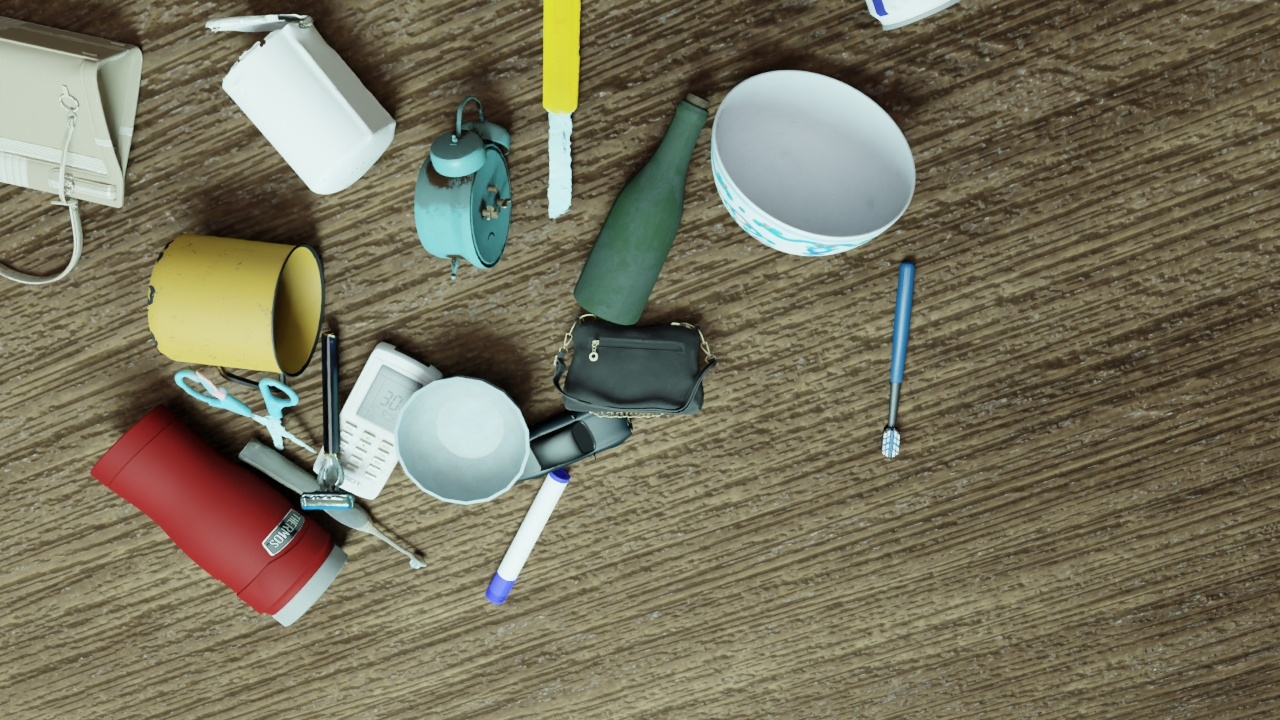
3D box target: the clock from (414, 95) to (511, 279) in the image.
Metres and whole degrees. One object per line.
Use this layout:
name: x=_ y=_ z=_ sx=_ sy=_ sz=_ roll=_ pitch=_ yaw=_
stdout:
clock: x=-0.125 y=-0.126 z=0.660 sx=0.053 sy=0.089 sz=0.124 roll=4 pitch=112 yaw=9

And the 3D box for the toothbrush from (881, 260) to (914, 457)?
toothbrush: x=0.209 y=0.001 z=0.745 sx=0.014 sy=0.014 sz=0.168 roll=4 pitch=112 yaw=11

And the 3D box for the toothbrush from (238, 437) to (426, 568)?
toothbrush: x=-0.262 y=0.127 z=0.796 sx=0.185 sy=0.022 sz=0.024 roll=37 pitch=112 yaw=-14

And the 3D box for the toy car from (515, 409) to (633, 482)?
toy car: x=-0.062 y=0.066 z=0.762 sx=0.112 sy=0.034 sz=0.046 roll=-23 pitch=110 yaw=9

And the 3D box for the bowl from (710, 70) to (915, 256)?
bowl: x=0.111 y=-0.125 z=0.651 sx=0.144 sy=0.143 sz=0.074 roll=15 pitch=151 yaw=-5

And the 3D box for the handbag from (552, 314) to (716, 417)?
handbag: x=-0.004 y=0.004 z=0.722 sx=0.128 sy=0.054 sz=0.079 roll=2 pitch=81 yaw=-2

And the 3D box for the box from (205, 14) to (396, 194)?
box: x=-0.238 y=-0.193 z=0.640 sx=0.089 sy=0.080 sz=0.143 roll=-33 pitch=107 yaw=29

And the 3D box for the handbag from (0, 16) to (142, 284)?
handbag: x=-0.468 y=-0.149 z=0.681 sx=0.175 sy=0.062 sz=0.198 roll=12 pitch=120 yaw=-4

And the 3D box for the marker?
marker: x=-0.099 y=0.155 z=0.806 sx=0.020 sy=0.020 sz=0.142 roll=25 pitch=110 yaw=-9

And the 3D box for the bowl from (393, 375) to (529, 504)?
bowl: x=-0.139 y=0.059 z=0.735 sx=0.106 sy=0.039 sz=0.106 roll=0 pitch=107 yaw=0

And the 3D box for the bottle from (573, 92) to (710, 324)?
bottle: x=0.007 y=-0.114 z=0.680 sx=0.055 sy=0.055 sz=0.174 roll=23 pitch=109 yaw=-8

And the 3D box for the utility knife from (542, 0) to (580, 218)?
utility knife: x=-0.059 y=-0.213 z=0.661 sx=0.030 sy=0.019 sz=0.224 roll=4 pitch=107 yaw=5

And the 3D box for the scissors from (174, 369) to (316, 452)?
scissors: x=-0.289 y=0.041 z=0.725 sx=0.111 sy=0.015 sz=0.140 roll=-9 pitch=149 yaw=27

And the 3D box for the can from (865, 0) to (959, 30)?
can: x=0.166 y=-0.293 z=0.599 sx=0.070 sy=0.070 sz=0.132 roll=-23 pitch=109 yaw=9

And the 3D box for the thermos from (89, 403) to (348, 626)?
thermos: x=-0.354 y=0.136 z=0.771 sx=0.198 sy=0.083 sz=0.108 roll=44 pitch=125 yaw=-13

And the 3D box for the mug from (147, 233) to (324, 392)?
mug: x=-0.302 y=-0.032 z=0.693 sx=0.094 sy=0.100 sz=0.124 roll=7 pitch=119 yaw=0

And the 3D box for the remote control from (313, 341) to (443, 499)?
remote control: x=-0.218 y=0.051 z=0.762 sx=0.060 sy=0.025 sz=0.139 roll=29 pitch=109 yaw=-10

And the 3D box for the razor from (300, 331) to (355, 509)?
razor: x=-0.250 y=0.048 z=0.740 sx=0.043 sy=0.022 sz=0.144 roll=2 pitch=94 yaw=-6
